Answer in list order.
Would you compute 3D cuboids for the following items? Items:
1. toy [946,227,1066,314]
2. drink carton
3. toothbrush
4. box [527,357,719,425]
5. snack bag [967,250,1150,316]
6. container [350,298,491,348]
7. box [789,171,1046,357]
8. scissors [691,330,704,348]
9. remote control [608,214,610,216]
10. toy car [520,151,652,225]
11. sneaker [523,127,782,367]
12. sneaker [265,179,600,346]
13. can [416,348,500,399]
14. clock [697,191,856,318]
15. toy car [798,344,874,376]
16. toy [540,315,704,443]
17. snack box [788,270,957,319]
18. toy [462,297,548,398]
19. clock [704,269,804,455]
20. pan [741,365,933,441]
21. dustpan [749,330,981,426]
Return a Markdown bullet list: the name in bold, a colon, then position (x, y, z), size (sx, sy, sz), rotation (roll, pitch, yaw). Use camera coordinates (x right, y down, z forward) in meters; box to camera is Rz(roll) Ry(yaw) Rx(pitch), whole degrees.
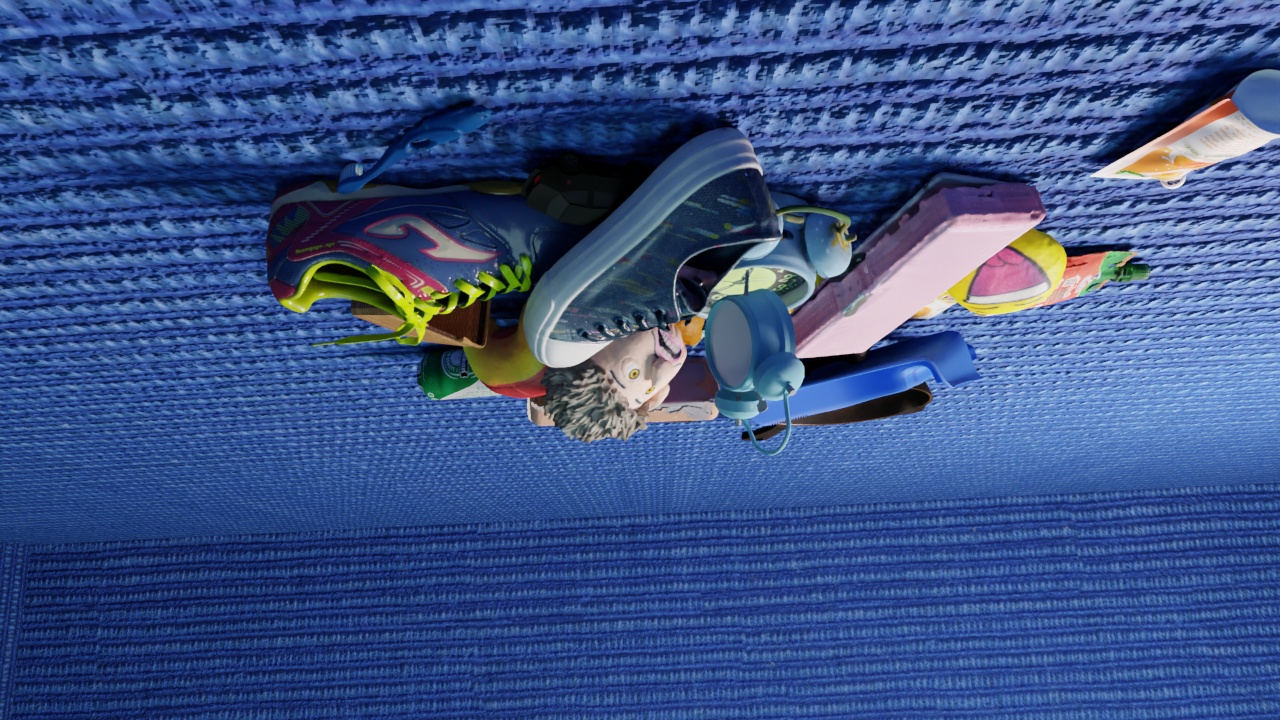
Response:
- **toy**: position (0.292, -0.073, 0.741), size (0.096, 0.041, 0.094), rotation (-9, 139, 21)
- **drink carton**: position (0.350, -0.135, 0.576), size (0.069, 0.039, 0.122), rotation (1, 170, -10)
- **toothbrush**: position (-0.138, -0.127, 0.548), size (0.133, 0.016, 0.021), rotation (-16, 161, 33)
- **box**: position (-0.020, 0.045, 1.049), size (0.216, 0.095, 0.107), rotation (-1, -160, -8)
- **snack bag**: position (0.373, -0.069, 0.810), size (0.155, 0.044, 0.087), rotation (-7, 158, -2)
- **container**: position (-0.177, -0.050, 0.739), size (0.061, 0.063, 0.114), rotation (-2, 167, 25)
- **box**: position (0.202, -0.069, 0.725), size (0.097, 0.046, 0.233), rotation (-7, 158, -24)
- **scissors**: position (0.053, -0.029, 0.948), size (0.103, 0.015, 0.134), rotation (-5, 169, -5)
- **remote control**: position (-0.013, -0.086, 0.723), size (0.039, 0.010, 0.125), rotation (-2, 164, -2)
- **toy car**: position (-0.030, -0.107, 0.594), size (0.091, 0.036, 0.042), rotation (3, 164, -21)
- **sneaker**: position (0.001, -0.049, 0.611), size (0.087, 0.079, 0.236), rotation (-10, 157, -45)
- **sneaker**: position (-0.129, -0.063, 0.635), size (0.241, 0.091, 0.116), rotation (0, 161, -13)
- **can**: position (-0.184, 0.013, 0.975), size (0.101, 0.053, 0.053), rotation (-5, 165, 9)
- **clock**: position (0.084, -0.081, 0.671), size (0.118, 0.060, 0.162), rotation (6, 159, -24)
- **toy car**: position (0.151, -0.018, 0.902), size (0.189, 0.056, 0.082), rotation (2, 164, -44)
- **toy**: position (-0.005, 0.005, 0.810), size (0.076, 0.176, 0.133), rotation (40, 172, 39)
- **snack box**: position (0.210, -0.062, 0.822), size (0.152, 0.025, 0.075), rotation (1, 163, -14)
- **toy**: position (-0.070, 0.005, 0.900), size (0.148, 0.098, 0.216), rotation (-4, 162, 34)
- **clock**: position (0.081, 0.005, 0.639), size (0.042, 0.123, 0.088), rotation (-5, 163, -26)
- **pan**: position (0.227, 0.057, 1.224), size (0.248, 0.043, 0.357), rotation (3, 164, -21)
- **dustpan**: position (0.277, 0.009, 0.976), size (0.256, 0.059, 0.246), rotation (-23, -177, -40)
